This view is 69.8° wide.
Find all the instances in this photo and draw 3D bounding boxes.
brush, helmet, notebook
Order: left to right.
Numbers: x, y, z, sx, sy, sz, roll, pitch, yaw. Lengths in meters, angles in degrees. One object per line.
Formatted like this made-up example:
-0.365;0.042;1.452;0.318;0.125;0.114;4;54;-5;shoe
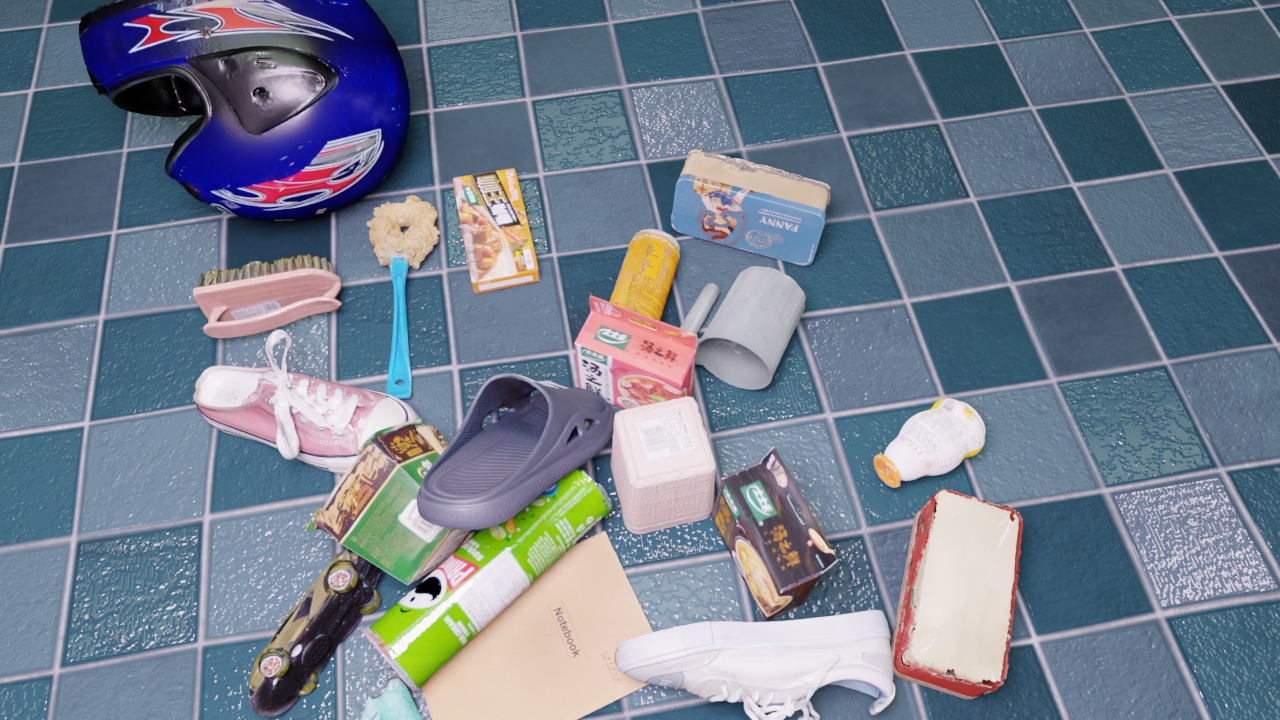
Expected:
-0.408;-0.269;0.993;0.315;0.247;0.240;-14;95;-11;helmet
-0.394;-0.067;0.983;0.145;0.063;0.073;-12;57;-9;brush
-0.261;-0.073;1.004;0.083;0.046;0.254;-3;64;-6;brush
-0.096;0.260;0.829;0.207;0.008;0.147;-22;63;-12;notebook

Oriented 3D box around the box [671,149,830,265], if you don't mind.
0.128;-0.169;1.025;0.184;0.090;0.059;17;55;11;box

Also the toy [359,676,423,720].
-0.209;0.320;0.784;0.096;0.030;0.092;-32;60;-9;toy

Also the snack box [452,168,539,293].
-0.166;-0.150;1.050;0.075;0.026;0.153;-12;61;-7;snack box

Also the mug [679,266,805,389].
0.100;-0.038;0.964;0.124;0.084;0.103;10;57;34;mug

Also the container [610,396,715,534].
0.022;0.096;0.862;0.090;0.111;0.090;-11;61;-7;container

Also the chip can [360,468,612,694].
-0.132;0.187;0.824;0.235;0.072;0.072;-40;68;-21;chip can

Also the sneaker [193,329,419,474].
-0.335;0.045;0.904;0.241;0.088;0.118;13;61;8;sneaker

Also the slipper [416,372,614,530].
-0.104;0.060;0.825;0.111;0.083;0.267;7;21;21;slipper

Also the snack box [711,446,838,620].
0.114;0.157;0.819;0.053;0.126;0.113;-22;63;-12;snack box

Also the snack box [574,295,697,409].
-0.005;0.005;0.904;0.113;0.127;0.044;21;62;12;snack box

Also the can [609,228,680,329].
-0.001;-0.068;0.985;0.058;0.058;0.145;14;61;7;can

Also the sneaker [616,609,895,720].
0.101;0.270;0.784;0.242;0.090;0.090;-2;65;-8;sneaker

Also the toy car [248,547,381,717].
-0.286;0.236;0.806;0.042;0.070;0.157;23;62;21;toy car

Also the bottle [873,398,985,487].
0.281;0.083;0.896;0.108;0.063;0.063;-28;64;-15;bottle

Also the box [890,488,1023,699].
0.283;0.204;0.819;0.091;0.080;0.168;16;61;8;box

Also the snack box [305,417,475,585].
-0.207;0.131;0.830;0.105;0.117;0.118;40;105;10;snack box
